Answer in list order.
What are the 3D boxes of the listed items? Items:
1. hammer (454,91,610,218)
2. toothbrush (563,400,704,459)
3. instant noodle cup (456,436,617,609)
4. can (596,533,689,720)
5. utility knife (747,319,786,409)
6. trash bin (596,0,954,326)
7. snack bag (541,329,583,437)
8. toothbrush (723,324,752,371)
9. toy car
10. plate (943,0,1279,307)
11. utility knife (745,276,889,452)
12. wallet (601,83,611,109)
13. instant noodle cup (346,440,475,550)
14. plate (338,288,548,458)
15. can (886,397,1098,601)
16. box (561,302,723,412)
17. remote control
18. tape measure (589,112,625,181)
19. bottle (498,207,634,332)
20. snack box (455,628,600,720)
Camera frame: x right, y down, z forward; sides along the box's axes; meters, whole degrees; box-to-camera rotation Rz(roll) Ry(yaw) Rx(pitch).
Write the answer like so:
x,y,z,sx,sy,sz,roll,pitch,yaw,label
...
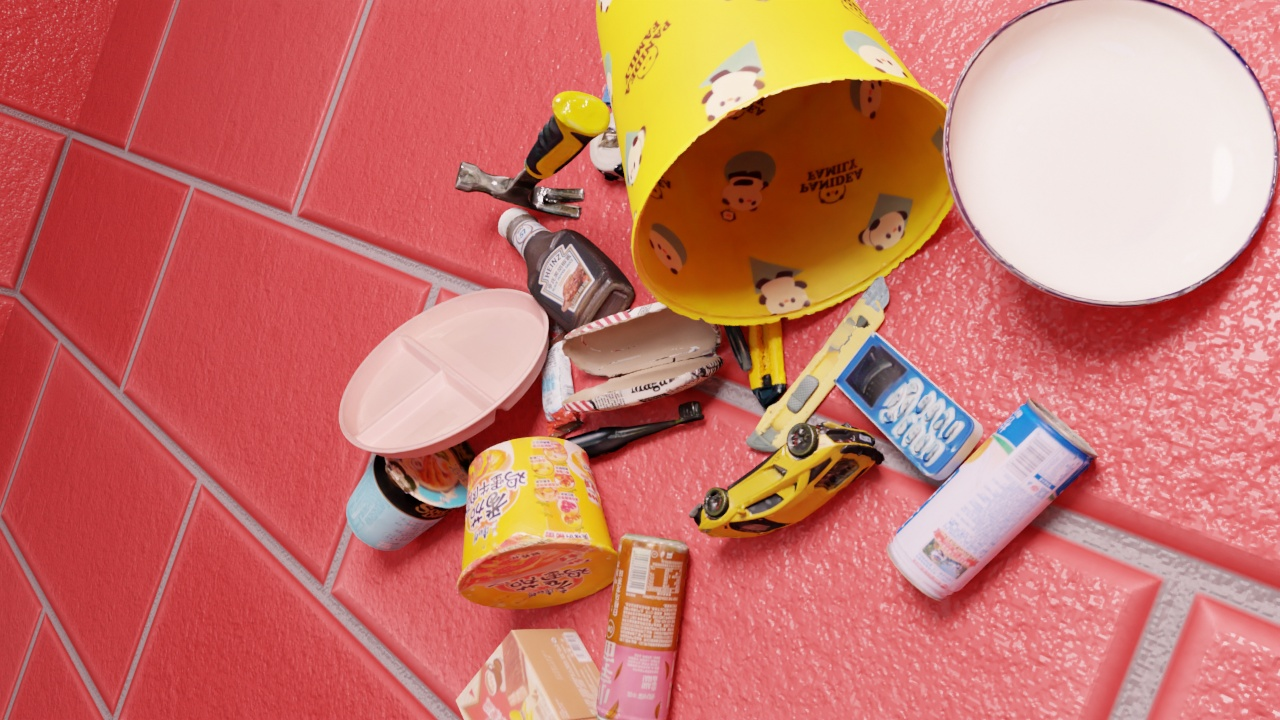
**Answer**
x,y,z,sx,sy,sz,roll,pitch,yaw,label
-0.083,-0.175,0.810,0.324,0.126,0.032,178,105,-72,hammer
-0.031,0.071,0.826,0.213,0.026,0.027,-20,73,35,toothbrush
-0.091,0.138,0.795,0.138,0.138,0.109,-33,50,30,instant noodle cup
0.002,0.215,0.734,0.058,0.057,0.147,0,78,41,can
0.097,-0.062,0.759,0.033,0.015,0.208,-17,67,37,utility knife
0.079,-0.195,0.686,0.230,0.229,0.255,-36,51,28,trash bin
-0.080,0.022,0.882,0.045,0.026,0.105,-31,58,41,snack bag
0.062,-0.065,0.783,0.016,0.018,0.181,-43,50,34,toothbrush
0.105,0.094,0.671,0.156,0.071,0.041,-39,51,29,toy car
0.276,-0.124,0.555,0.192,0.039,0.192,0,83,3,plate
0.139,0.008,0.706,0.031,0.018,0.167,40,102,18,utility knife
0.020,-0.308,0.885,0.106,0.040,0.133,9,83,38,wallet
-0.244,0.134,0.947,0.121,0.111,0.111,-44,53,31,instant noodle cup
-0.191,0.011,0.909,0.230,0.028,0.229,-18,37,14,plate
0.220,0.090,0.583,0.135,0.053,0.053,-51,51,18,can
-0.005,0.009,0.790,0.163,0.076,0.087,-14,45,36,box
0.185,0.030,0.640,0.049,0.024,0.125,-54,38,16,remote control
-0.017,-0.208,0.889,0.066,0.033,0.065,11,83,42,tape measure
-0.082,-0.095,0.908,0.080,0.044,0.195,-56,49,13,bottle
-0.087,0.294,0.776,0.094,0.077,0.092,-52,51,17,snack box
